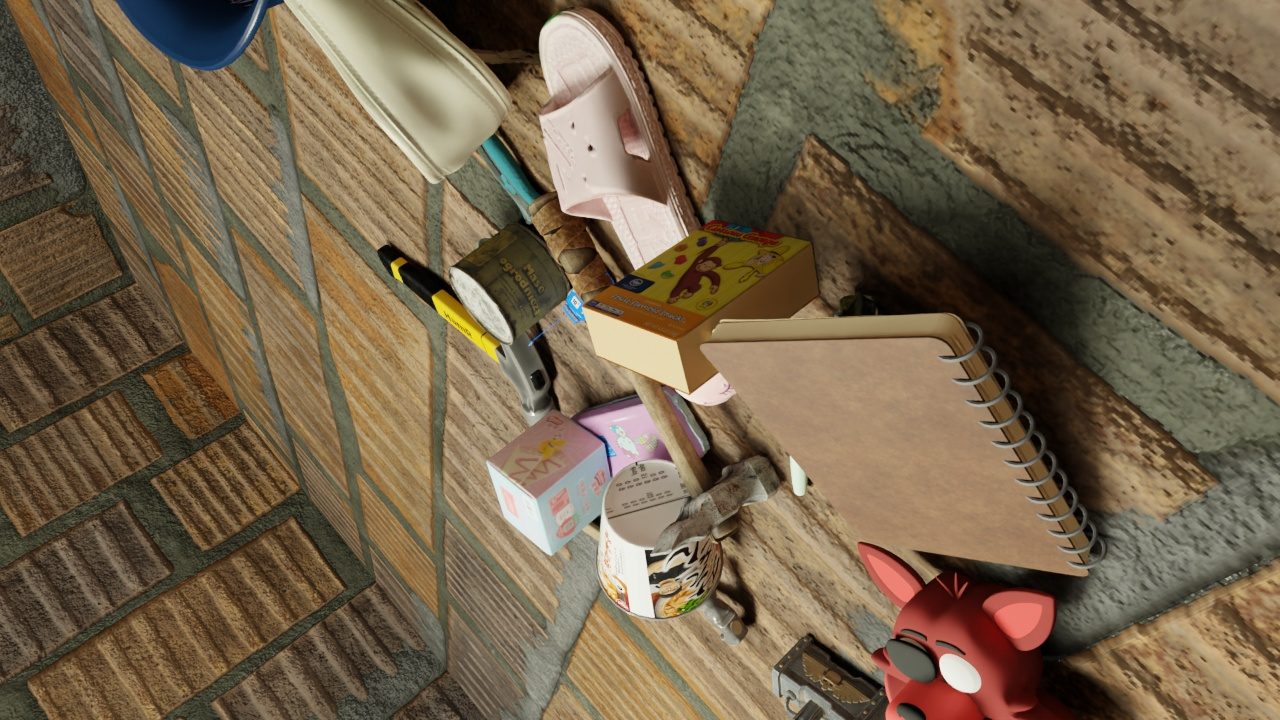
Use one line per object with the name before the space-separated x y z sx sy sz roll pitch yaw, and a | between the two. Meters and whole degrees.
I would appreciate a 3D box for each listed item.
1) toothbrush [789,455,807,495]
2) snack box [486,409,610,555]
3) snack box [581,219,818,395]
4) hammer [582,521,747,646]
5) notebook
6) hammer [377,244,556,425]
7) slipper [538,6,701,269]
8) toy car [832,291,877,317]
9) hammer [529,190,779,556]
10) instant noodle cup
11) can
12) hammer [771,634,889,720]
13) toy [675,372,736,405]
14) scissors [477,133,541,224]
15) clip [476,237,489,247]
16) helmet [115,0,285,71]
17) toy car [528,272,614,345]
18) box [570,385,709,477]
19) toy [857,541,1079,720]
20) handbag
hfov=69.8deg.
toothbrush | 0.117 0.046 0.693 0.022 0.015 0.155 -100 -1 -53
snack box | -0.089 0.122 0.928 0.079 0.094 0.093 32 146 34
snack box | 0.040 -0.039 0.600 0.088 0.125 0.040 22 138 44
hammer | -0.004 0.229 1.037 0.332 0.030 0.119 19 153 50
notebook | 0.158 0.053 0.541 0.168 0.024 0.225 0 141 46
hammer | -0.213 -0.057 1.050 0.324 0.034 0.170 35 152 36
slipper | -0.021 -0.128 0.663 0.094 0.064 0.239 3 125 55
toy car | 0.128 -0.001 0.596 0.033 0.047 0.106 19 150 -4
hammer | -0.004 0.004 0.757 0.318 0.121 0.049 62 152 2
instant noodle cup | 0.014 0.156 0.833 0.123 0.123 0.122 39 156 26
can | -0.121 -0.071 0.850 0.090 0.074 0.090 41 158 20
hammer | 0.079 0.374 0.781 0.098 0.321 0.044 29 143 39
toy | 0.036 -0.007 0.695 0.105 0.053 0.108 28 159 -1
scissors | -0.103 -0.150 0.803 0.136 0.019 0.138 40 156 35
clip | -0.138 -0.089 0.921 0.076 0.023 0.044 47 149 10
helmet | -0.331 -0.361 0.697 0.232 0.222 0.273 29 114 20
toy car | -0.065 -0.046 0.816 0.033 0.061 0.092 51 151 6
box | -0.010 0.073 0.894 0.076 0.033 0.215 57 151 -8
toy | 0.226 0.232 0.637 0.159 0.120 0.197 8 119 56
handbag | -0.173 -0.240 0.709 0.184 0.132 0.229 46 176 -8
